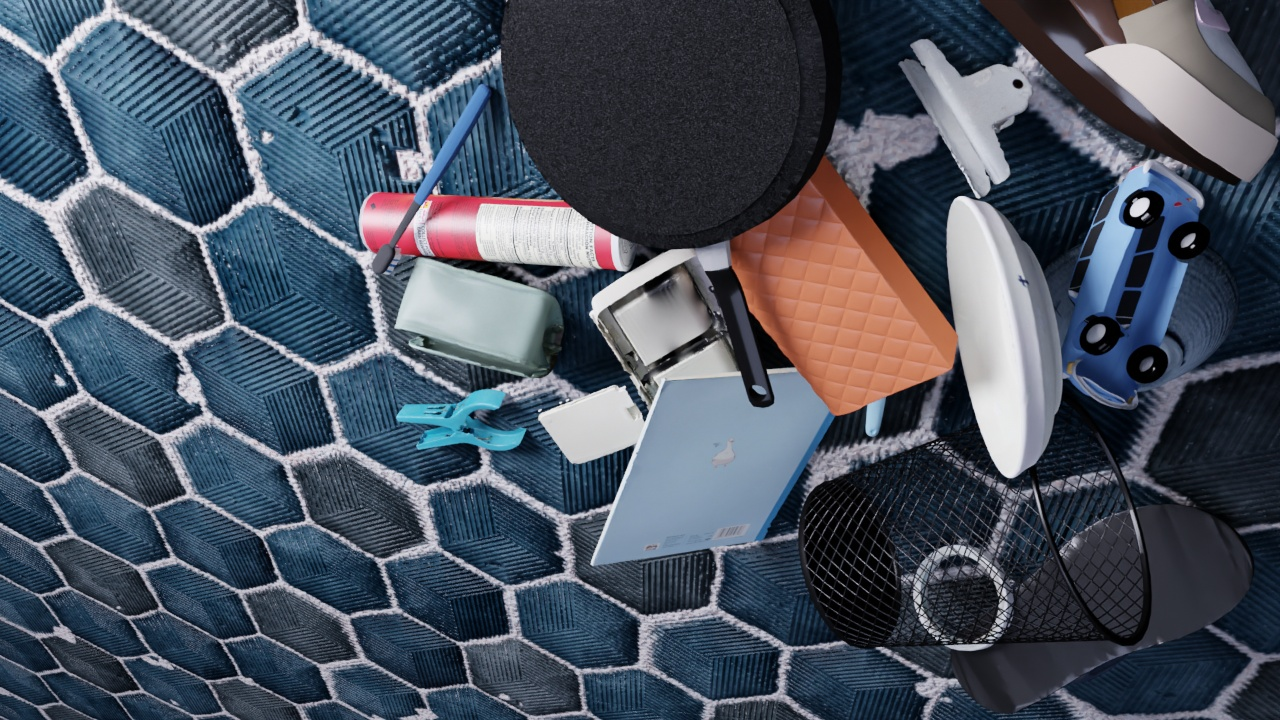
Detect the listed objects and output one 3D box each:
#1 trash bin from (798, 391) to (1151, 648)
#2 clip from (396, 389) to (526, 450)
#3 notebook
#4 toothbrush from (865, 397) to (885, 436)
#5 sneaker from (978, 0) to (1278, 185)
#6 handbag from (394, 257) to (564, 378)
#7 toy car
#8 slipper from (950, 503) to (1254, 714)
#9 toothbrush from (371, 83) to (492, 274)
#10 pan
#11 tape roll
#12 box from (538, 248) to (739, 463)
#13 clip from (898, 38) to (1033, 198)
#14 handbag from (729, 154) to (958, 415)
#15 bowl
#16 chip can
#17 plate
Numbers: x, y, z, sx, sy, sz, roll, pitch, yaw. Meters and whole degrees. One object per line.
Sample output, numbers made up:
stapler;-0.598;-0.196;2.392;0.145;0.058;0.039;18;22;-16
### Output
trash bin;0.252;0.142;0.724;0.211;0.183;0.184;-25;118;41
clip;-0.166;0.075;0.910;0.130;0.030;0.120;-22;124;33
notebook;0.068;0.095;0.790;0.180;0.009;0.254;-3;138;-23
toothbrush;0.192;0.003;0.726;0.022;0.016;0.155;1;130;6
sneaker;0.247;-0.216;0.473;0.294;0.111;0.117;37;111;-13
handbag;-0.130;-0.029;0.758;0.122;0.067;0.106;15;173;4
toy car;0.301;-0.046;0.571;0.056;0.153;0.055;25;172;-20
slipper;0.396;0.212;0.803;0.266;0.083;0.109;-47;65;29
toothbrush;-0.157;-0.133;0.688;0.014;0.014;0.168;43;108;22
pan;0.031;-0.118;0.597;0.226;0.034;0.356;-6;115;31
tape roll;0.291;0.214;0.830;0.013;0.093;0.093;9;146;-40
box;-0.005;0.004;0.725;0.184;0.044;0.143;-29;122;4
clip;0.206;-0.156;0.549;0.060;0.052;0.102;-28;81;9
handbag;0.132;-0.051;0.661;0.109;0.060;0.172;-30;106;37
bowl;0.337;-0.016;0.630;0.137;0.057;0.137;10;132;11
chip can;-0.112;-0.102;0.717;0.215;0.051;0.052;5;131;15
plate;0.234;-0.018;0.587;0.034;0.182;0.182;-10;127;10
